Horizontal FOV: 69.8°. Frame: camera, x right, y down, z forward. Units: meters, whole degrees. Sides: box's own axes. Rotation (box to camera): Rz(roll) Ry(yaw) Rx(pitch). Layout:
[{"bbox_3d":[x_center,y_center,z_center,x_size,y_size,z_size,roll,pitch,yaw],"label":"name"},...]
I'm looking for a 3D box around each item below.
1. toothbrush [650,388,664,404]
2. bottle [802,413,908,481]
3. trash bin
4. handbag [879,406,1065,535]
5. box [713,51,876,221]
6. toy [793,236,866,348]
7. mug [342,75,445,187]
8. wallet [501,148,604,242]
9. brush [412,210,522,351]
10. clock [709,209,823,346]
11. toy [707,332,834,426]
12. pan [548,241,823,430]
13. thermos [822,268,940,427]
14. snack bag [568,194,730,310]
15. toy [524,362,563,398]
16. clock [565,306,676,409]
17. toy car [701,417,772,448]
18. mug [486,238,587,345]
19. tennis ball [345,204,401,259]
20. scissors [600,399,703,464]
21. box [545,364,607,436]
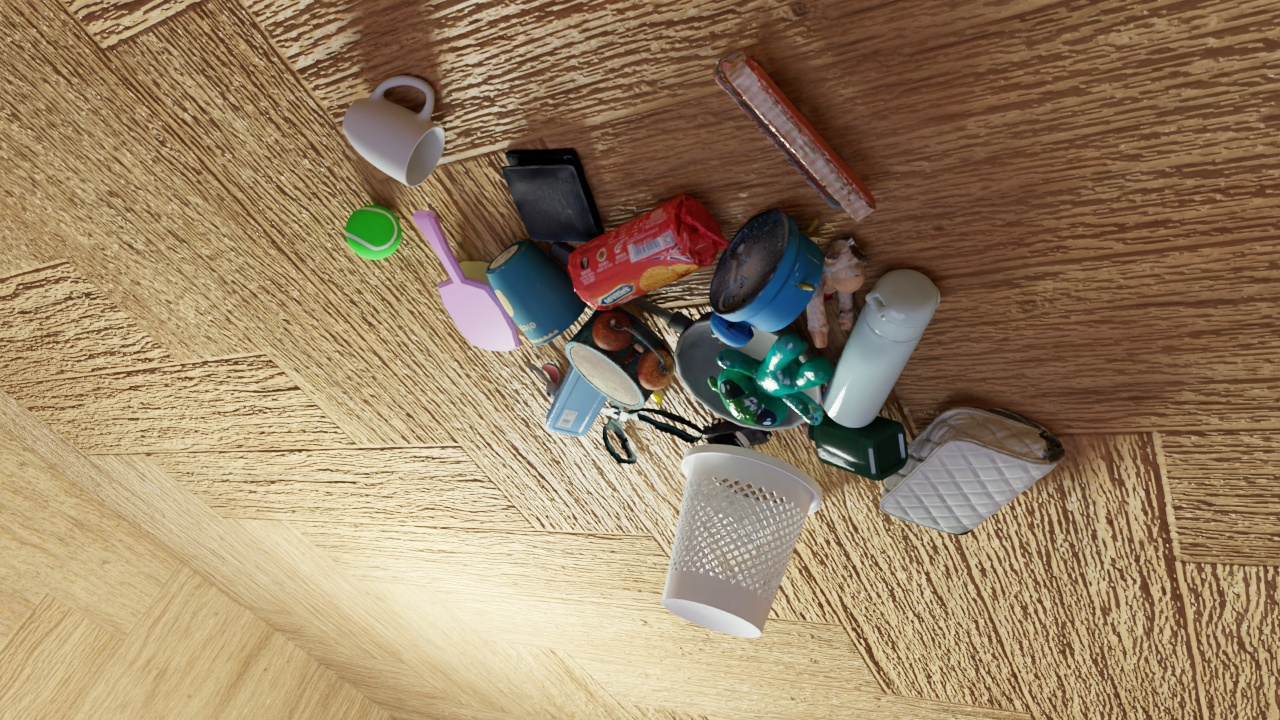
[{"bbox_3d":[-0.007,0.007,1.174,0.021,0.016,0.135,-9,130,40],"label":"toothbrush"},{"bbox_3d":[0.244,0.093,1.080,0.131,0.061,0.061,16,124,55],"label":"bottle"},{"bbox_3d":[0.121,0.244,1.211,0.195,0.199,0.196,17,155,8],"label":"trash bin"},{"bbox_3d":[0.374,0.127,1.062,0.139,0.072,0.195,18,144,-6],"label":"handbag"},{"bbox_3d":[0.137,-0.198,0.810,0.048,0.085,0.187,-41,111,16],"label":"box"},{"bbox_3d":[0.196,-0.076,0.920,0.074,0.085,0.106,44,130,29],"label":"toy"},{"bbox_3d":[-0.257,-0.250,0.959,0.089,0.071,0.107,30,117,6],"label":"mug"},{"bbox_3d":[-0.093,-0.173,0.987,0.089,0.026,0.115,3,139,24],"label":"wallet"},{"bbox_3d":[-0.211,-0.102,1.127,0.089,0.043,0.229,4,139,25],"label":"brush"},{"bbox_3d":[0.115,-0.079,0.917,0.060,0.116,0.162,26,147,-23],"label":"clock"},{"bbox_3d":[0.139,0.021,0.987,0.130,0.072,0.194,37,151,-5],"label":"toy"},{"bbox_3d":[0.052,-0.041,1.060,0.357,0.041,0.179,32,143,-1],"label":"pan"},{"bbox_3d":[0.249,-0.010,0.964,0.077,0.065,0.207,-12,146,-16],"label":"thermos"},{"bbox_3d":[0.002,-0.112,0.959,0.177,0.082,0.082,-20,126,34],"label":"snack bag"},{"bbox_3d":[-0.116,0.039,1.261,0.049,0.030,0.112,1,137,36],"label":"toy"},{"bbox_3d":[-0.014,-0.011,1.042,0.121,0.073,0.158,42,160,-9],"label":"clock"},{"bbox_3d":[0.123,0.097,1.192,0.092,0.037,0.040,-12,131,39],"label":"toy car"},{"bbox_3d":[-0.132,-0.086,1.083,0.104,0.084,0.112,51,165,-23],"label":"mug"},{"bbox_3d":[-0.321,-0.154,1.105,0.065,0.065,0.065,15,143,12],"label":"tennis ball"},{"bbox_3d":[0.003,0.100,1.269,0.202,0.015,0.202,16,146,26],"label":"scissors"},{"bbox_3d":[-0.072,0.036,1.207,0.065,0.037,0.210,17,144,-12],"label":"box"}]
